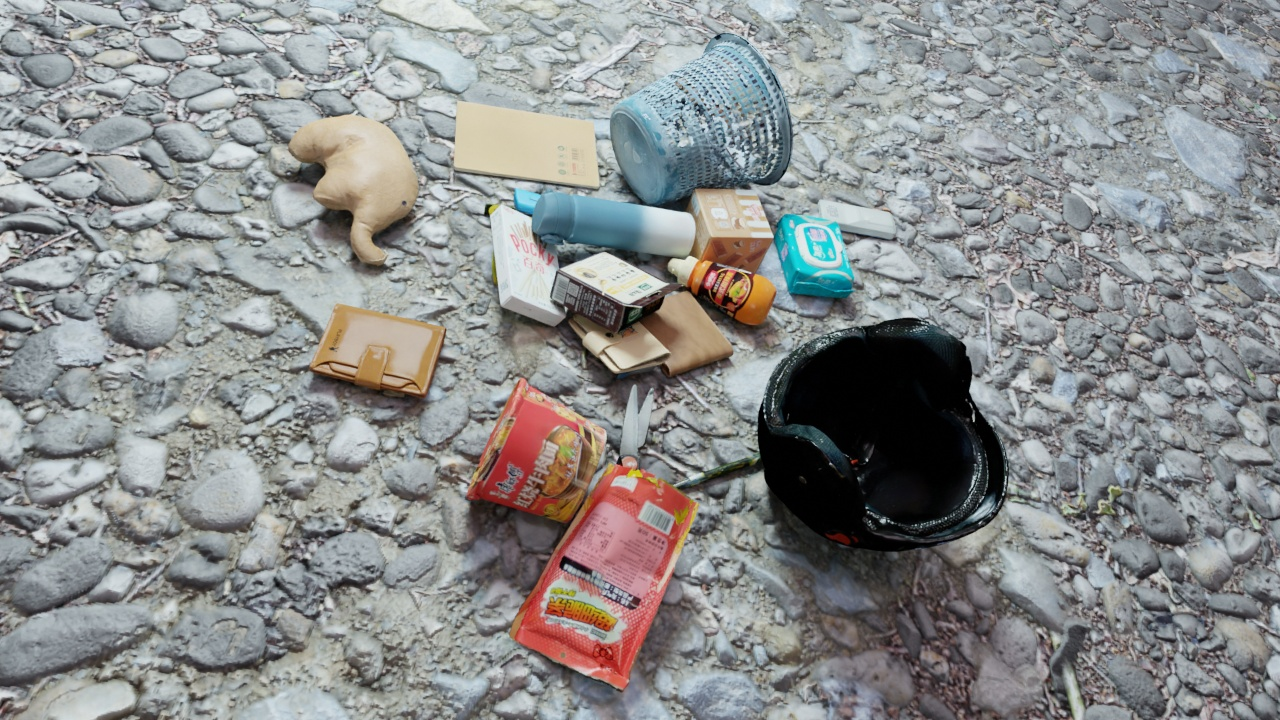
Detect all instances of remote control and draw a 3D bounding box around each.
[{"bbox_3d":[0.333,-0.218,1.412,0.125,0.024,0.049,7,52,-12],"label":"remote control"}]

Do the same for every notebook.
[{"bbox_3d":[-0.165,-0.315,1.338,0.207,0.008,0.147,5,52,-14],"label":"notebook"}]

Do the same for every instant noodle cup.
[{"bbox_3d":[-0.106,0.101,0.969,0.108,0.138,0.137,25,50,-9],"label":"instant noodle cup"}]

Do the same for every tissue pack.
[{"bbox_3d":[0.249,-0.147,1.314,0.093,0.050,0.133,4,53,-16],"label":"tissue pack"}]

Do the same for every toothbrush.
[{"bbox_3d":[0.071,0.135,1.065,0.185,0.017,0.012,-15,58,-26],"label":"toothbrush"}]

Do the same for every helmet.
[{"bbox_3d":[0.257,0.097,1.017,0.275,0.231,0.233,42,68,16],"label":"helmet"}]

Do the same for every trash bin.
[{"bbox_3d":[0.072,-0.323,1.306,0.194,0.227,0.226,-26,65,-17],"label":"trash bin"}]

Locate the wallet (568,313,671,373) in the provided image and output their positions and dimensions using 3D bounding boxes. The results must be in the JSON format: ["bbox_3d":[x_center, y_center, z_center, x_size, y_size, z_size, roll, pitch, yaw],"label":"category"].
[{"bbox_3d":[-0.029,-0.028,1.136,0.087,0.024,0.115,-19,49,-30],"label":"wallet"}]

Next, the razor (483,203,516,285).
[{"bbox_3d":[-0.184,-0.154,1.200,0.043,0.028,0.132,8,54,-16],"label":"razor"}]

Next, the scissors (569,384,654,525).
[{"bbox_3d":[-0.030,0.126,1.012,0.161,0.022,0.233,-8,67,-16],"label":"scissors"}]

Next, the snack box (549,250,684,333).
[{"bbox_3d":[-0.029,-0.087,1.147,0.126,0.053,0.113,30,32,20],"label":"snack box"}]

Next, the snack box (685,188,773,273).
[{"bbox_3d":[0.119,-0.180,1.280,0.094,0.077,0.092,-2,55,-18],"label":"snack box"}]

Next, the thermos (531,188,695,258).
[{"bbox_3d":[-0.036,-0.178,1.218,0.220,0.070,0.070,4,53,-26],"label":"thermos"}]

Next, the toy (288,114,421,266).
[{"bbox_3d":[-0.349,-0.225,1.170,0.143,0.083,0.226,-21,66,-24],"label":"toy"}]

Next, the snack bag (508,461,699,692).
[{"bbox_3d":[-0.030,0.211,0.927,0.128,0.073,0.207,23,68,11],"label":"snack bag"}]

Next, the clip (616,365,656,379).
[{"bbox_3d":[-0.007,0.006,1.135,0.056,0.024,0.026,-23,66,-35],"label":"clip"}]

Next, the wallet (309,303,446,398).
[{"bbox_3d":[-0.299,-0.011,1.052,0.132,0.031,0.107,13,50,-6],"label":"wallet"}]

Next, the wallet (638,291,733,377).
[{"bbox_3d":[0.051,-0.036,1.189,0.101,0.020,0.115,-17,58,-27],"label":"wallet"}]

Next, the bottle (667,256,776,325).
[{"bbox_3d":[0.105,-0.101,1.231,0.149,0.067,0.066,25,50,11],"label":"bottle"}]

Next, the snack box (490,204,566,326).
[{"bbox_3d":[-0.143,-0.121,1.165,0.084,0.027,0.156,20,45,-38],"label":"snack box"}]

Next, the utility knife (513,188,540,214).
[{"bbox_3d":[-0.077,-0.199,1.272,0.203,0.018,0.034,14,51,-9],"label":"utility knife"}]
